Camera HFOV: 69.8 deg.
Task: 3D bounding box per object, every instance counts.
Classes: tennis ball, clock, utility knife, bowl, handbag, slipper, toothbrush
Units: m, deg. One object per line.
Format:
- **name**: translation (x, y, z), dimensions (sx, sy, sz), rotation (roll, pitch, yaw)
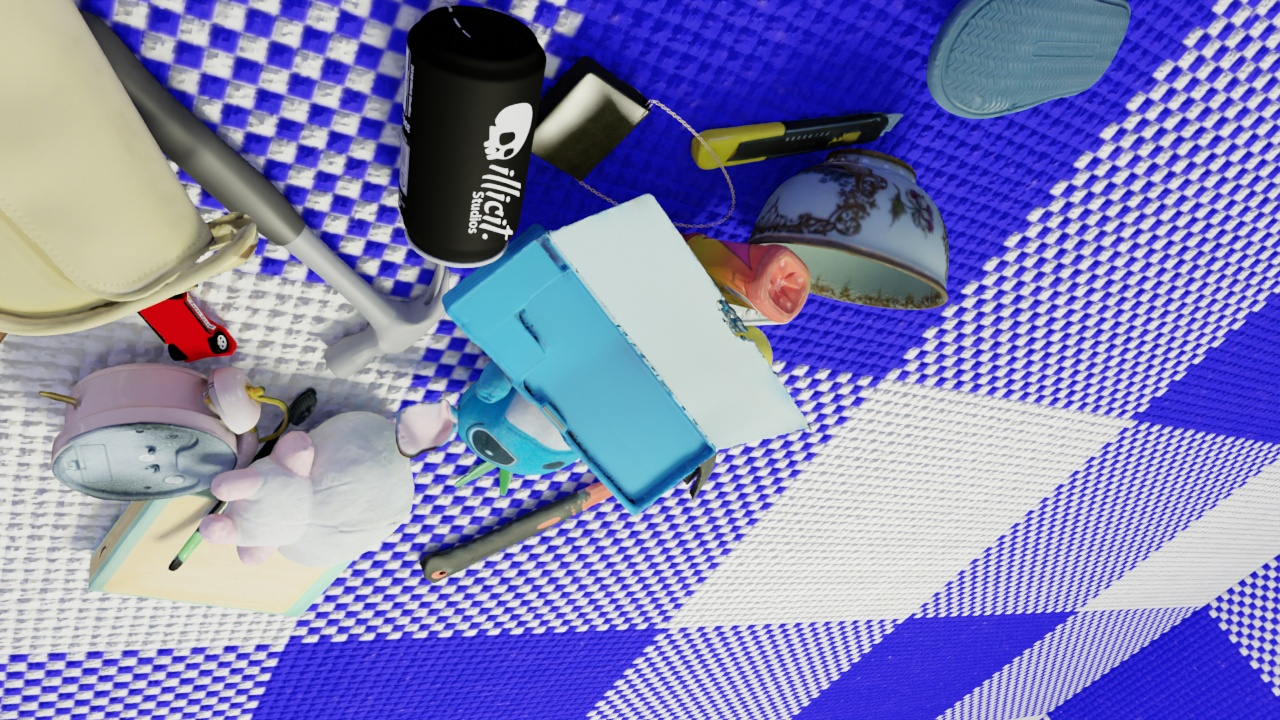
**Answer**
- **tennis ball**: translation (0.086, -0.003, 0.827), dimensions (0.065, 0.065, 0.065), rotation (-14, 139, -12)
- **clock**: translation (-0.339, 0.051, 0.671), dimensions (0.157, 0.058, 0.117), rotation (-3, 149, -24)
- **utility knife**: translation (0.122, -0.170, 0.697), dimensions (0.174, 0.020, 0.029), rotation (-12, 141, -15)
- **bowl**: translation (0.167, -0.107, 0.713), dimensions (0.159, 0.160, 0.094), rotation (21, 83, -40)
- **handbag**: translation (-0.326, -0.113, 0.452), dimensions (0.191, 0.088, 0.233), rotation (-21, 127, -5)
- **handbag**: translation (0.004, -0.143, 0.656), dimensions (0.178, 0.027, 0.084), rotation (25, 128, -39)
- **slipper**: translation (0.284, -0.238, 0.672), dimensions (0.213, 0.059, 0.104), rotation (-15, 133, -32)
- **toothbrush**: translation (-0.319, 0.098, 0.735), dimensions (0.188, 0.017, 0.014), rotation (-51, 134, 2)

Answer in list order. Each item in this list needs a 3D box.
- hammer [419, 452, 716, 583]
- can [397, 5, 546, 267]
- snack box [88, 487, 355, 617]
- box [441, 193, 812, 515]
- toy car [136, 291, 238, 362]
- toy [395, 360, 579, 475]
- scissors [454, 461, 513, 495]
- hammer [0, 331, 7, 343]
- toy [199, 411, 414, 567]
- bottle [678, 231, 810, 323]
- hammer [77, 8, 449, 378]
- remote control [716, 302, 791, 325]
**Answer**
- **hammer**: translation (-0.077, 0.152, 0.950), dimensions (0.333, 0.033, 0.133), rotation (-24, 141, 3)
- **can**: translation (-0.108, -0.136, 0.573), dimensions (0.080, 0.080, 0.146), rotation (-4, 137, -22)
- **snack box**: translation (-0.356, 0.164, 0.813), dimensions (0.193, 0.044, 0.142), rotation (24, 121, -42)
- **box**: translation (-0.005, -0.004, 0.680), dimensions (0.176, 0.059, 0.243), rotation (-28, 124, 16)
- **toy car**: translation (-0.317, -0.031, 0.630), dimensions (0.038, 0.025, 0.089), rotation (-9, 137, 10)
- **toy**: translation (-0.086, 0.017, 0.745), dimensions (0.223, 0.099, 0.192), rotation (3, 127, -30)
- **scissors**: translation (-0.127, 0.085, 0.863), dimensions (0.127, 0.011, 0.123), rotation (-30, 139, 5)
- **hammer**: translation (-0.441, -0.014, 0.587), dimensions (0.331, 0.033, 0.120), rotation (-40, 128, 21)
- **toy**: translation (-0.262, 0.108, 0.730), dimensions (0.179, 0.101, 0.139), rotation (2, 119, -56)
- **bottle**: translation (0.059, -0.068, 0.694), dimensions (0.071, 0.134, 0.048), rotation (33, 80, -44)
- **hammer**: translation (-0.239, -0.098, 0.593), dimensions (0.125, 0.029, 0.311), rotation (-30, 140, 8)
- **remote control**: translation (0.076, -0.055, 0.794), dimensions (0.133, 0.022, 0.050), rotation (-3, 115, -23)
